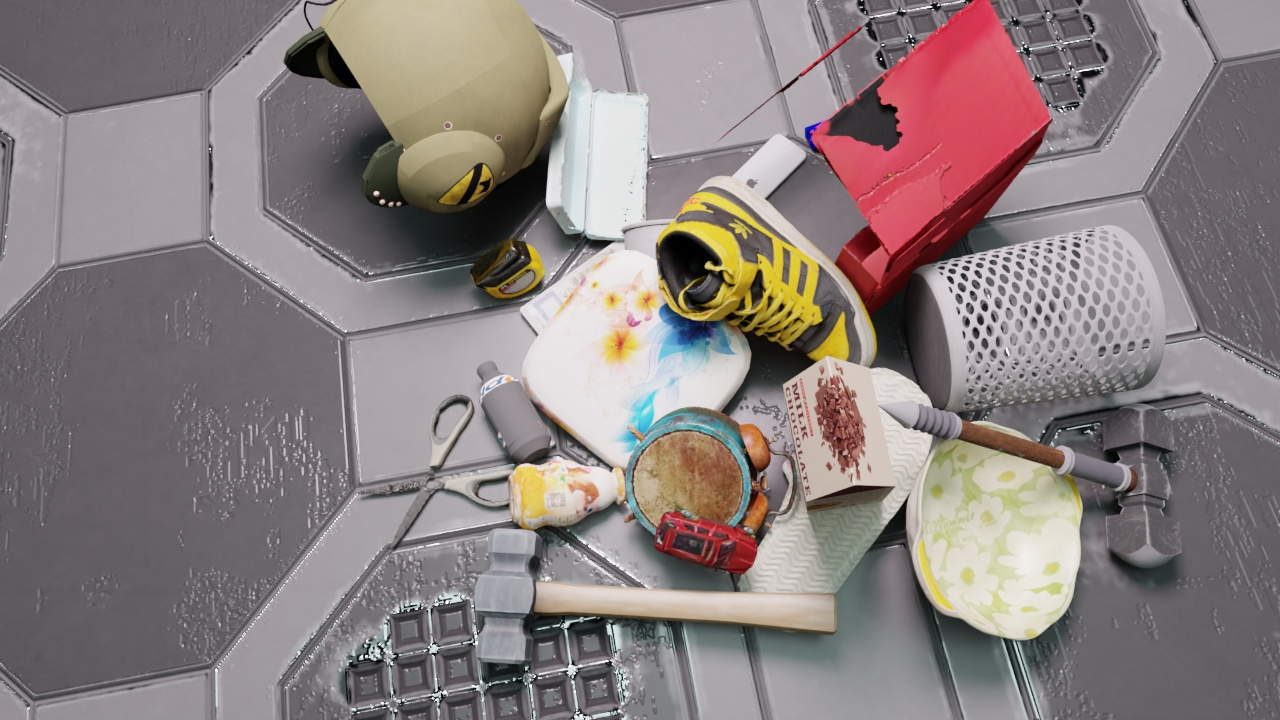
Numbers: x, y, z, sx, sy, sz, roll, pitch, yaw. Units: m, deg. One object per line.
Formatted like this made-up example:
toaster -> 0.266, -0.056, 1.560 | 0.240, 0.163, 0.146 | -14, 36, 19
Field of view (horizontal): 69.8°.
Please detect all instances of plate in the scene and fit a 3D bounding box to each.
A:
plate -> -0.005, 0.005, 0.891 | 0.187, 0.016, 0.187 | 39, 94, 1

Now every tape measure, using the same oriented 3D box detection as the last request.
tape measure -> -0.136, -0.096, 0.958 | 0.066, 0.064, 0.037 | -37, 60, 23

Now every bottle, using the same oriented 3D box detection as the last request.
bottle -> -0.130, 0.050, 0.911 | 0.047, 0.047, 0.112 | -29, 71, -8
bottle -> -0.070, 0.126, 0.873 | 0.109, 0.063, 0.063 | -3, 68, -15

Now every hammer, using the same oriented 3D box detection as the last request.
hammer -> 0.011, 0.220, 0.827 | 0.323, 0.051, 0.117 | 1, 72, 7
hammer -> 0.343, 0.080, 0.809 | 0.322, 0.043, 0.155 | 16, 68, -19

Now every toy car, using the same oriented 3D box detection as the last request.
toy car -> 0.058, 0.160, 0.806 | 0.091, 0.036, 0.042 | 15, 105, -2

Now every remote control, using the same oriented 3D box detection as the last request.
remote control -> -0.060, -0.074, 0.974 | 0.135, 0.011, 0.050 | -37, 72, -11
remote control -> 0.121, -0.192, 1.012 | 0.045, 0.008, 0.146 | 41, 76, 16

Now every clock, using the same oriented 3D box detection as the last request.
clock -> 0.066, 0.107, 0.852 | 0.158, 0.073, 0.121 | 3, 98, 9

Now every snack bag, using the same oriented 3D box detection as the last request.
snack bag -> 0.161, 0.065, 0.749 | 0.070, 0.206, 0.094 | -11, 75, 8

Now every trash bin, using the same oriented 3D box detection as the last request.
trash bin -> 0.360, -0.034, 0.866 | 0.183, 0.156, 0.156 | -10, 69, 1

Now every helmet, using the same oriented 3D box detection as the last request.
helmet -> -0.194, -0.264, 0.910 | 0.232, 0.256, 0.250 | -32, 73, -6

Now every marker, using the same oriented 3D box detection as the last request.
marker -> 0.251, -0.271, 1.029 | 0.133, 0.023, 0.027 | -21, 48, -5

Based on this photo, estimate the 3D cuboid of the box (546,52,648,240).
box -> -0.047, -0.230, 0.997 | 0.122, 0.078, 0.197 | 7, 67, -15

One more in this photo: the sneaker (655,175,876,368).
sneaker -> 0.113, -0.058, 0.855 | 0.238, 0.086, 0.121 | 47, 51, 2

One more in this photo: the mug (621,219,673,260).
mug -> 0.034, -0.105, 0.946 | 0.084, 0.113, 0.070 | -4, 88, 44

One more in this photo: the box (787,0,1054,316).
box -> 0.259, -0.184, 0.813 | 0.211, 0.378, 0.124 | -40, 56, -11

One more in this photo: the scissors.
scissors -> -0.194, 0.108, 0.909 | 0.170, 0.013, 0.157 | 1, 67, 2

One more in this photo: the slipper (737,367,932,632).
slipper -> 0.182, 0.130, 0.866 | 0.115, 0.052, 0.262 | 30, 84, 17

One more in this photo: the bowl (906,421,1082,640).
bowl -> 0.304, 0.153, 0.823 | 0.218, 0.060, 0.188 | -23, 86, -31
